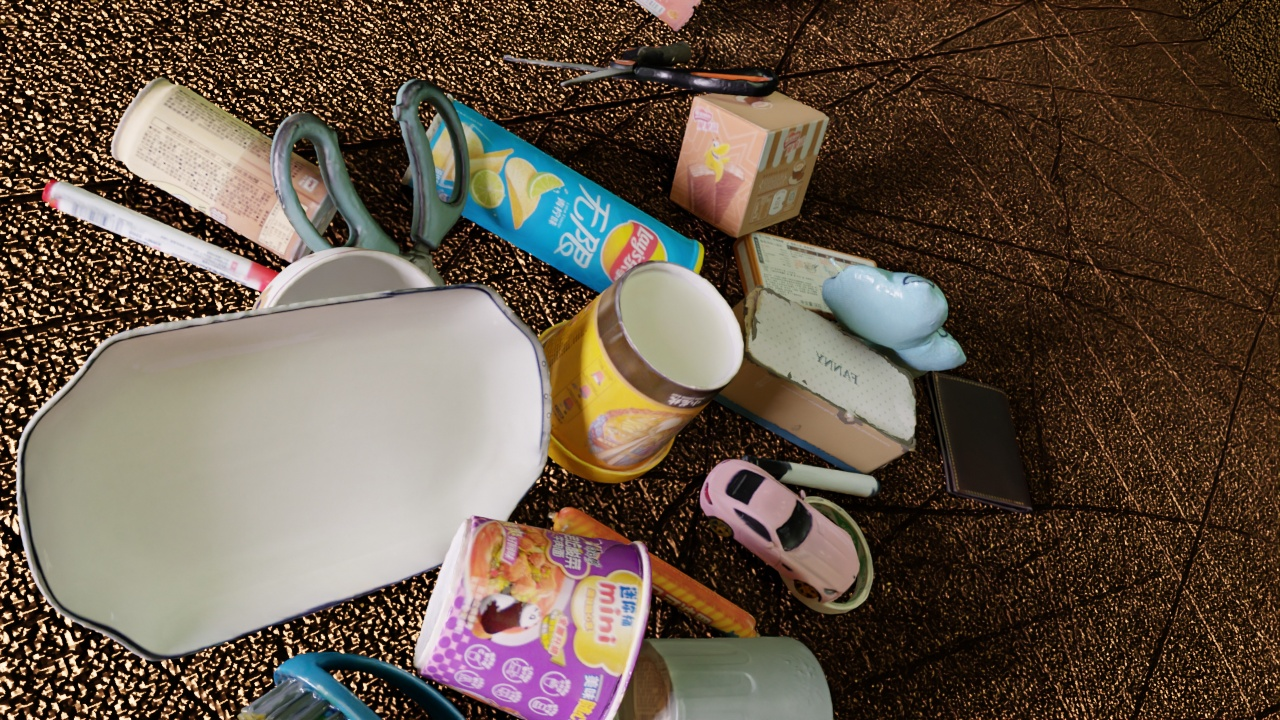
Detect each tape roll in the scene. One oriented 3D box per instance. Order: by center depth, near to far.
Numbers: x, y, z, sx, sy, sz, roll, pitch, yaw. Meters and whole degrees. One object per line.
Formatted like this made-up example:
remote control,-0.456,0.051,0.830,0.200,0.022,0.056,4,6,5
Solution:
tape roll,0.134,0.142,0.672,0.085,0.014,0.085,18,53,-25

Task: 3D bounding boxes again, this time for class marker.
marker,-0.262,-0.066,0.526,0.145,0.017,0.017,24,50,-20
marker,0.132,0.089,0.700,0.130,0.023,0.018,12,84,-27

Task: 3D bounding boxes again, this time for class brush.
brush,-0.116,0.191,0.435,0.144,0.055,0.073,45,48,-1

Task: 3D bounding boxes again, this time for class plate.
plate,-0.162,0.045,0.468,0.265,0.034,0.162,-14,112,-39

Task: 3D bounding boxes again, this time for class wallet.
wallet,0.308,0.074,0.837,0.096,0.020,0.122,14,55,-21

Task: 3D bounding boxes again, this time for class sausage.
sausage,0.011,0.137,0.582,0.165,0.022,0.021,33,48,-13

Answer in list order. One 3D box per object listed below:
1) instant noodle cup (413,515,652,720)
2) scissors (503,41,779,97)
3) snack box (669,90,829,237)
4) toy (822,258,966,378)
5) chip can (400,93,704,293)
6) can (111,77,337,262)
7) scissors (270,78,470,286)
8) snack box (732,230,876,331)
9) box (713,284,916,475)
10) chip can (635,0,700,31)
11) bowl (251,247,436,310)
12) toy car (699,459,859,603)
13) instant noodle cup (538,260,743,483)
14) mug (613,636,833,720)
instant noodle cup,-0.059,0.135,0.481,0.099,0.112,0.111,21,51,-14
scissors,0.004,-0.249,0.773,0.234,0.022,0.220,8,26,6
snack box,0.091,-0.170,0.774,0.077,0.095,0.092,36,40,29
toy,0.200,-0.033,0.739,0.156,0.162,0.049,28,74,-17
chip can,-0.060,-0.103,0.656,0.210,0.071,0.071,28,49,-17
can,-0.240,-0.110,0.541,0.116,0.059,0.058,32,48,-15
scissors,-0.140,-0.095,0.569,0.171,0.019,0.177,-57,133,-30
snack box,0.156,-0.065,0.814,0.153,0.026,0.075,9,58,-30
box,0.131,0.015,0.722,0.184,0.062,0.089,29,48,-14
chip can,-0.033,-0.404,0.872,0.214,0.071,0.071,31,48,-16
bowl,-0.168,-0.010,0.511,0.113,0.062,0.113,-15,114,-39
toy car,0.098,0.114,0.633,0.122,0.037,0.056,36,55,9
instant noodle cup,-0.004,0.003,0.596,0.118,0.115,0.118,18,52,-25
mug,0.041,0.219,0.520,0.103,0.084,0.124,11,81,-29
